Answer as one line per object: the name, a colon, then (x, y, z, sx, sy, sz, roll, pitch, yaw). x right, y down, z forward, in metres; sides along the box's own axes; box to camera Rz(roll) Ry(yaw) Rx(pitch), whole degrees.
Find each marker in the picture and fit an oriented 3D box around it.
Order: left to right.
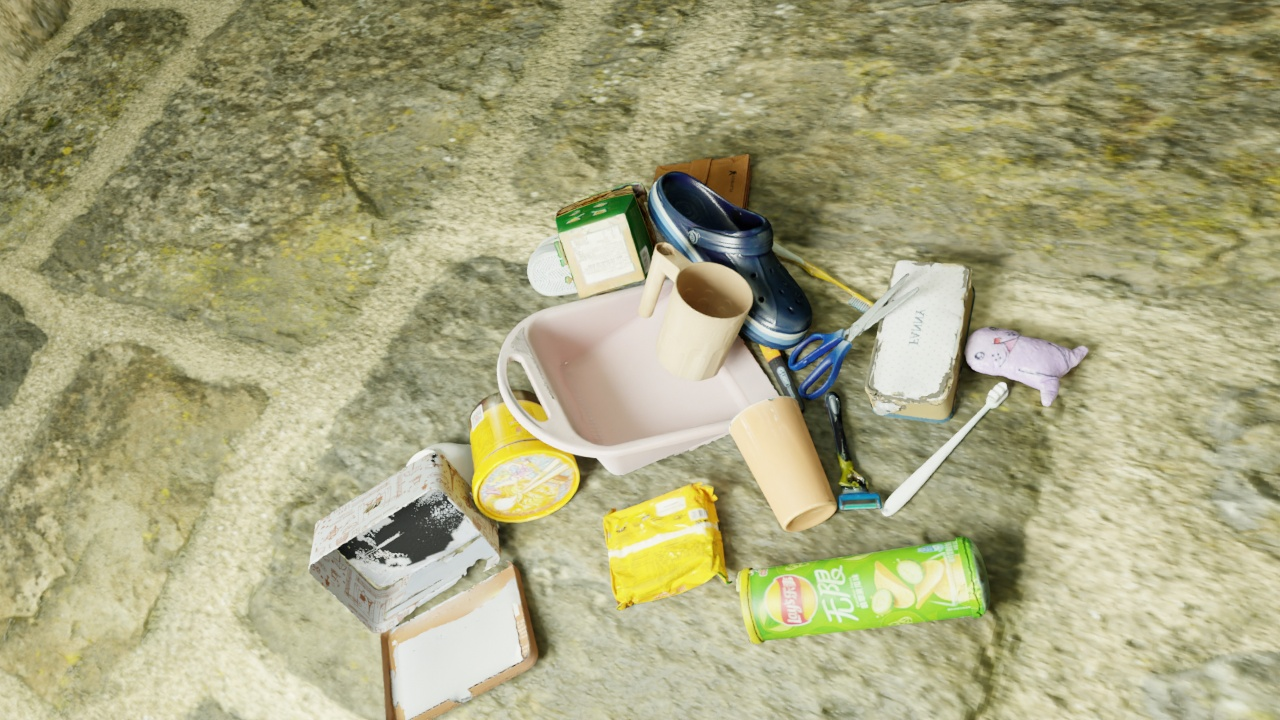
marker: (0.155, 0.009, 1.025, 0.018, 0.015, 0.123, -29, 55, 12)

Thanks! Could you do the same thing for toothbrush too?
toothbrush: (0.196, -0.105, 1.074, 0.191, 0.016, 0.018, 38, 90, 35)
toothbrush: (0.302, 0.088, 0.911, 0.180, 0.016, 0.016, -45, 52, -5)

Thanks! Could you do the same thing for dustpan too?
dustpan: (-0.006, 0.006, 0.997, 0.273, 0.139, 0.222, -31, 58, -3)

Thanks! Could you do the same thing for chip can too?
chip can: (0.204, 0.213, 0.846, 0.222, 0.072, 0.072, -13, 57, 17)

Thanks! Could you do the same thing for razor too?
razor: (0.209, 0.093, 0.946, 0.042, 0.022, 0.142, -2, 54, -7)

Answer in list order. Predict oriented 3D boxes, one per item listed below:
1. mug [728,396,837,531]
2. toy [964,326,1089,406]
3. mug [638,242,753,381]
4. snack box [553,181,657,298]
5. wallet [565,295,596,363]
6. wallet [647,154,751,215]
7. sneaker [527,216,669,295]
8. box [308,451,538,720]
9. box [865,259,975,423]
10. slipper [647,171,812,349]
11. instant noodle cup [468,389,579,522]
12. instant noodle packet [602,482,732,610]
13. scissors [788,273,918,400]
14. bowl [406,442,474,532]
mug: (0.148, 0.108, 0.936, 0.078, 0.078, 0.122, -26, 59, 8)
toy: (0.375, 0.000, 0.914, 0.108, 0.039, 0.083, 25, 59, 33)
mug: (0.051, -0.052, 0.987, 0.124, 0.104, 0.084, 41, 51, 20)
snack box: (-0.037, -0.129, 1.054, 0.117, 0.118, 0.105, -16, 17, 8)
wallet: (-0.072, -0.013, 1.127, 0.106, 0.037, 0.129, -31, 54, 5)
wallet: (0.075, -0.213, 1.184, 0.132, 0.031, 0.107, -1, 63, 23)
sneaker: (-0.021, -0.141, 1.158, 0.242, 0.089, 0.090, -10, 28, 6)
box: (-0.242, 0.237, 0.978, 0.180, 0.156, 0.226, -29, 45, 6)
box: (0.295, -0.028, 0.960, 0.090, 0.059, 0.184, 9, 64, 27)
slipper: (0.112, -0.127, 1.030, 0.104, 0.095, 0.253, -27, 69, -39)
instant noodle cup: (-0.141, 0.104, 1.044, 0.118, 0.118, 0.114, -30, 46, 5)
instant noodle packet: (0.028, 0.193, 0.955, 0.129, 0.044, 0.110, -19, 62, 17)
scissors: (0.220, -0.032, 0.978, 0.171, 0.012, 0.141, -60, 29, -1)
bowl: (-0.243, 0.142, 1.094, 0.118, 0.065, 0.118, -11, 58, 18)
